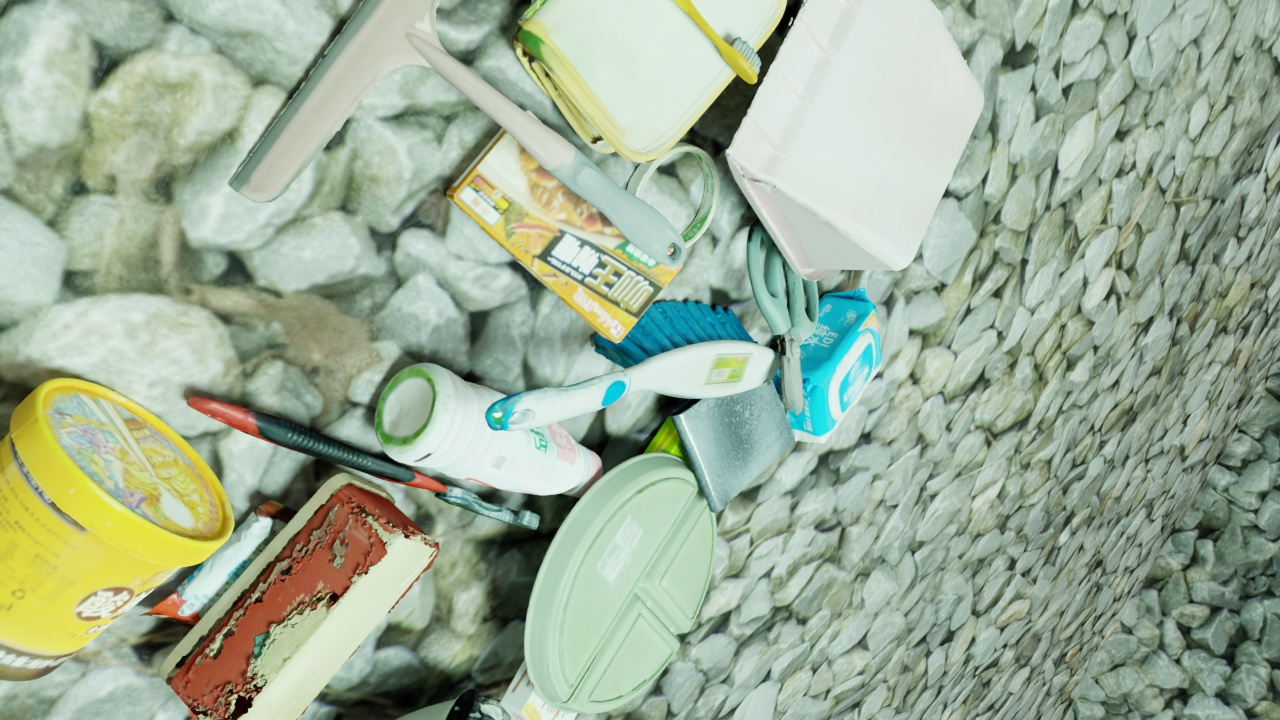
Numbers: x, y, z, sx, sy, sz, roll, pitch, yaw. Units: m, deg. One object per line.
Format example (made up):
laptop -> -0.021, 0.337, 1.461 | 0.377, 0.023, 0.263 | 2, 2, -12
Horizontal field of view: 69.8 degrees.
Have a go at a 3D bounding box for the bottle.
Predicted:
bottle -> -0.098, 0.062, 0.665 | 0.196, 0.068, 0.068 | 31, 92, -51

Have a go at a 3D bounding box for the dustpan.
dustpan -> 0.149, -0.179, 0.725 | 0.273, 0.139, 0.222 | 35, 79, -35

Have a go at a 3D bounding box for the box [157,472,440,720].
box -> -0.211, 0.166, 0.594 | 0.168, 0.080, 0.091 | -50, 162, -8

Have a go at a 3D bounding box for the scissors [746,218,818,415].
scissors -> 0.135, -0.032, 0.786 | 0.131, 0.019, 0.185 | -4, 81, -54

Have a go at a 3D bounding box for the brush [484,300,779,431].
brush -> -0.004, 0.004, 0.682 | 0.313, 0.109, 0.061 | -2, 121, -42

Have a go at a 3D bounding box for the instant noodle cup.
instant noodle cup -> -0.296, 0.089, 0.469 | 0.114, 0.118, 0.118 | -44, 137, -3

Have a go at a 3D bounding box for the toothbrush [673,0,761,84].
toothbrush -> 0.013, -0.237, 0.548 | 0.191, 0.016, 0.018 | 40, 74, -29

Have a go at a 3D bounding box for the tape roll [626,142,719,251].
tape roll -> 0.025, -0.123, 0.701 | 0.085, 0.014, 0.086 | -22, 127, -32

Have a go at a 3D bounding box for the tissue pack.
tissue pack -> 0.179, 0.005, 0.869 | 0.139, 0.063, 0.090 | -47, 139, -29

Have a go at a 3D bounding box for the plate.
plate -> -0.006, 0.190, 0.768 | 0.229, 0.027, 0.230 | -24, 122, -46

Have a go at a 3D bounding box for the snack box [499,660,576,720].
snack box -> -0.059, 0.251, 0.803 | 0.156, 0.027, 0.085 | -59, 144, -33

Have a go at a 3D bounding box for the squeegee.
squeegee -> -0.056, -0.126, 0.538 | 0.249, 0.040, 0.247 | 35, 93, -29

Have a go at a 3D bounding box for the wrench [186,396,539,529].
wrench -> -0.174, 0.074, 0.619 | 0.273, 0.056, 0.016 | 31, 68, -43

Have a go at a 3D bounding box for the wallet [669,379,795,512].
wallet -> 0.084, 0.061, 0.805 | 0.120, 0.019, 0.097 | -34, 110, -35

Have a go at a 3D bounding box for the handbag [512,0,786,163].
handbag -> -0.012, -0.237, 0.576 | 0.163, 0.063, 0.178 | -50, 122, -7

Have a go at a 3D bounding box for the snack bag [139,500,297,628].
snack bag -> -0.262, 0.131, 0.585 | 0.104, 0.026, 0.048 | -48, 150, -10

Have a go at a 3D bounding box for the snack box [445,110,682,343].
snack box -> -0.048, -0.086, 0.612 | 0.153, 0.026, 0.075 | 42, 84, -27

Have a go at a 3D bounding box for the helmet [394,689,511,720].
helmet -> -0.174, 0.390, 0.713 | 0.157, 0.229, 0.274 | -10, 128, 10

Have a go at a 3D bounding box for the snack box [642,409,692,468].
snack box -> 0.012, 0.129, 0.810 | 0.156, 0.026, 0.086 | -54, 140, -22
